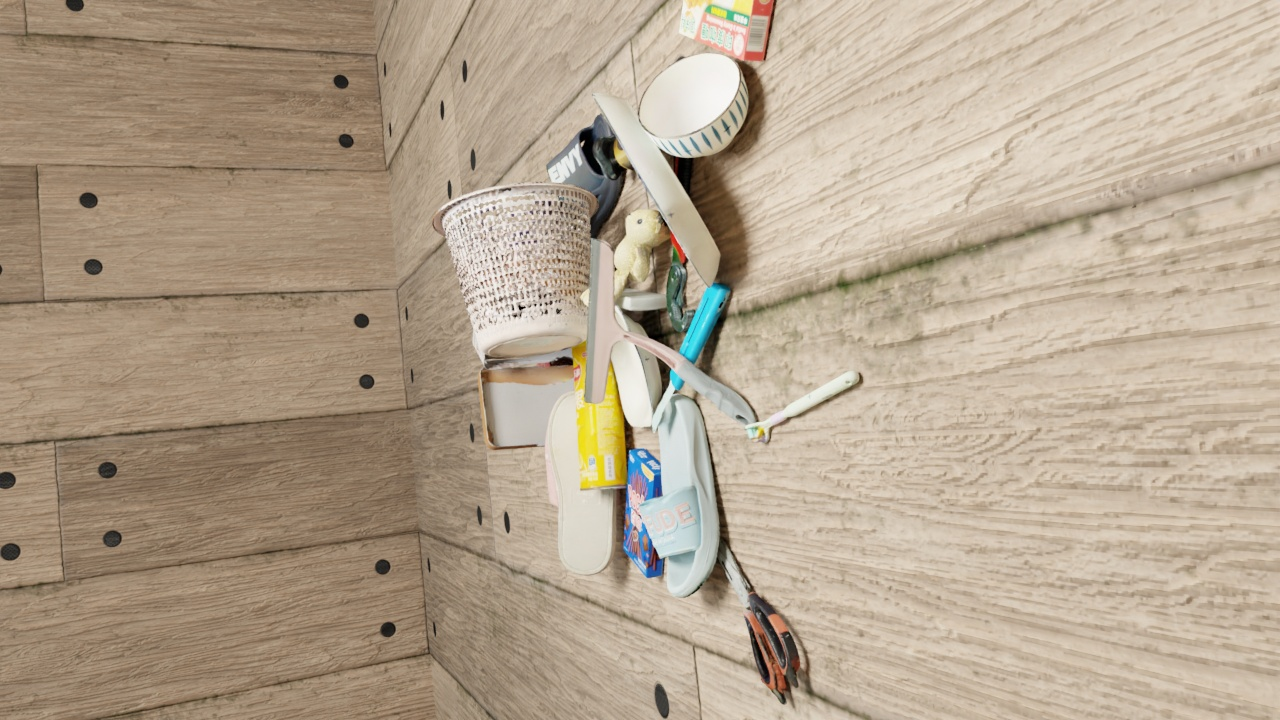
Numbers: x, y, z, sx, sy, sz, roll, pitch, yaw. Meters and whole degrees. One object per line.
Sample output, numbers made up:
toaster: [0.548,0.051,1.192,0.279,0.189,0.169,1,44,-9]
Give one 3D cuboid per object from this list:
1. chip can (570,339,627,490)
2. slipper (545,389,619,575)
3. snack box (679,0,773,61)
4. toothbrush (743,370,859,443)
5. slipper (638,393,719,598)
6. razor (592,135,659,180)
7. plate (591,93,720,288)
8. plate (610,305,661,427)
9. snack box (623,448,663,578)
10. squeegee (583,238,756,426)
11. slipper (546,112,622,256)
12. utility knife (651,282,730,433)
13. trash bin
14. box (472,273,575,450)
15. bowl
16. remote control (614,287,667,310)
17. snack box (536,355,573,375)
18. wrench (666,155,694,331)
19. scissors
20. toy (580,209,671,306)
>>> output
chip can: [-0.057,0.078,1.309,0.072,0.072,0.213,159,109,-65]
slipper: [-0.083,0.180,1.364,0.054,0.114,0.274,50,-145,-83]
snack box: [0.089,-0.371,0.969,0.155,0.027,0.077,-130,41,-53]
toothbrush: [0.157,0.047,0.901,0.020,0.029,0.190,-60,9,-30]
slipper: [0.040,0.161,1.107,0.104,0.074,0.245,150,118,-64]
razor: [-0.005,-0.279,1.160,0.168,0.067,0.062,-14,65,59]
plate: [0.022,-0.200,1.031,0.265,0.034,0.162,62,-174,29]
plate: [-0.007,0.007,1.212,0.164,0.034,0.164,164,90,-76]
snack box: [0.007,0.208,1.256,0.084,0.026,0.157,-143,53,-61]
squeegee: [0.040,0.008,1.055,0.250,0.040,0.248,32,136,28]
slipper: [-0.096,-0.245,1.344,0.269,0.083,0.110,120,137,-54]
utility knife: [0.053,0.000,1.081,0.217,0.018,0.034,-67,33,29]
trash bin: [-0.155,-0.112,1.240,0.228,0.227,0.192,151,112,-64]
box: [-0.162,-0.001,1.414,0.125,0.178,0.274,-171,79,-67]
bowl: [0.063,-0.260,0.973,0.066,0.116,0.116,46,-166,-50]
remote control: [-0.015,-0.081,1.219,0.135,0.056,0.019,-160,67,-64]
snack box: [-0.126,0.048,1.493,0.058,0.057,0.207,-47,52,56]
wrench: [0.049,-0.171,1.107,0.056,0.016,0.273,22,115,60]
scissors: [0.121,0.281,1.026,0.206,0.015,0.196,162,100,-72]
toy: [-0.019,-0.126,1.160,0.157,0.066,0.105,-51,13,18]
